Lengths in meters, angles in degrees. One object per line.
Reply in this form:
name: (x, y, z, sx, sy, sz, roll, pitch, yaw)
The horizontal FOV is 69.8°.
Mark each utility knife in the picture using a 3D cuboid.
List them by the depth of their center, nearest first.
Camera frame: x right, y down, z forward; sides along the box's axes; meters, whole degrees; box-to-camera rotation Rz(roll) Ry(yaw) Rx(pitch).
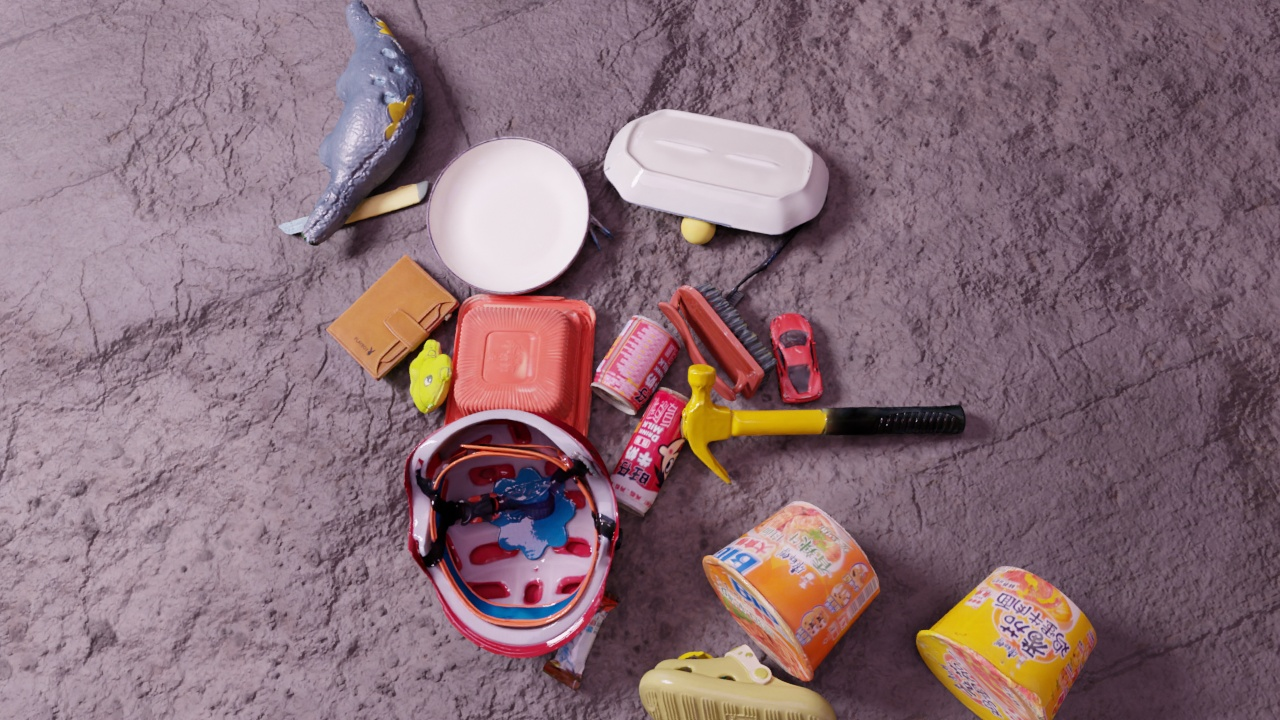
utility knife: (-0.351, -0.186, 1.127, 0.190, 0.020, 0.031, -14, 66, -7)

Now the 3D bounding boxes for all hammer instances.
hammer: (0.193, 0.066, 0.973, 0.300, 0.032, 0.129, -1, 110, -4)

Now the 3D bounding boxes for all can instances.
can: (0.012, 0.098, 0.987, 0.053, 0.053, 0.132, 25, 76, 12)
can: (-0.006, 0.006, 1.012, 0.066, 0.066, 0.093, 30, 76, 13)

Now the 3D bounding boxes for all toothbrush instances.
toothbrush: (0.158, -0.124, 1.069, 0.016, 0.014, 0.189, 41, 79, 14)

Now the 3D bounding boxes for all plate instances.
plate: (0.090, -0.233, 1.076, 0.266, 0.034, 0.161, 15, 58, 8)
plate: (-0.153, -0.167, 1.081, 0.192, 0.039, 0.192, -1, 80, 3)

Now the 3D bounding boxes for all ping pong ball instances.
ping pong ball: (0.068, -0.156, 1.072, 0.040, 0.040, 0.040, -1, 72, 4)

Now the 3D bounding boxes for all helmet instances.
helmet: (-0.119, 0.161, 0.934, 0.207, 0.144, 0.240, -7, 95, 6)

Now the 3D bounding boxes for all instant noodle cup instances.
instant noodle cup: (0.351, 0.272, 0.868, 0.109, 0.138, 0.138, -41, 73, -17)
instant noodle cup: (0.151, 0.217, 0.895, 0.111, 0.151, 0.151, -37, 73, -16)
instant noodle cup: (-0.136, 0.006, 1.017, 0.164, 0.079, 0.188, 1, 71, 5)

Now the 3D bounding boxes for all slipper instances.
slipper: (0.096, 0.328, 0.901, 0.191, 0.092, 0.081, 4, 32, 15)

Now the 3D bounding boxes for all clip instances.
clip: (-0.056, -0.162, 1.094, 0.043, 0.027, 0.058, -37, 69, 0)

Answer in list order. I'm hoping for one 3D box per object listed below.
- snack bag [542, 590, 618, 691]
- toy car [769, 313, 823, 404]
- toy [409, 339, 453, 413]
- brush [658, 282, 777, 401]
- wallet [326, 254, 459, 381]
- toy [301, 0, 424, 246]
snack bag: (-0.062, 0.283, 0.948, 0.048, 0.026, 0.104, 22, 74, 23)
toy car: (0.172, -0.004, 1.021, 0.049, 0.031, 0.106, -7, 70, 1)
toy: (-0.233, 0.021, 1.018, 0.031, 0.097, 0.100, 17, 41, -30)
brush: (0.082, -0.024, 1.017, 0.069, 0.063, 0.146, -30, 71, -19)
wallet: (-0.282, -0.046, 1.066, 0.119, 0.035, 0.130, 38, 78, 28)
toy: (-0.335, -0.301, 1.127, 0.138, 0.091, 0.355, -1, 69, 17)
